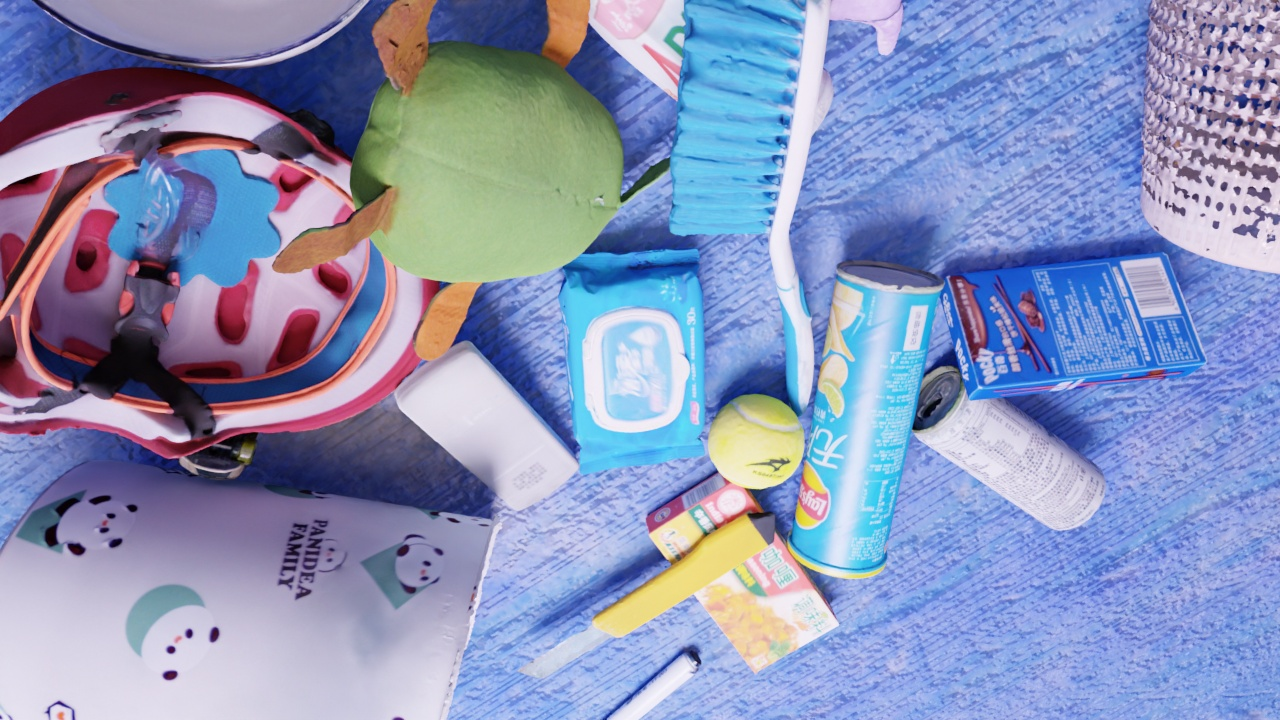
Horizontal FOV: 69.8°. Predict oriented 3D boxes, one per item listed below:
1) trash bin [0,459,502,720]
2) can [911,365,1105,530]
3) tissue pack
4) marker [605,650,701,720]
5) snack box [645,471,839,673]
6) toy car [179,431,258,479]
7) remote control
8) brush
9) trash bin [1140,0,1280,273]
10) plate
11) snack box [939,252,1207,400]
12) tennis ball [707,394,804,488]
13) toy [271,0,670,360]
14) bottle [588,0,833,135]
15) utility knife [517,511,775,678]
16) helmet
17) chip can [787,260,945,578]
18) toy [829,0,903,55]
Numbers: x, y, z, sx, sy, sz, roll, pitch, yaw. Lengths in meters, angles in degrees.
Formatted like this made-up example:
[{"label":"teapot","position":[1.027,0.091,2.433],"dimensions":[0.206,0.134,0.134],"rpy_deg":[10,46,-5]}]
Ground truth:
[{"label":"trash bin","position":[-0.236,0.178,0.568],"dimensions":[0.252,0.229,0.230],"rpy_deg":[15,108,-5]},{"label":"can","position":[0.261,0.063,0.657],"dimensions":[0.146,0.058,0.058],"rpy_deg":[32,103,-16]},{"label":"tissue pack","position":[-0.004,0.004,0.609],"dimensions":[0.095,0.052,0.157],"rpy_deg":[-4,110,-5]},{"label":"marker","position":[-0.003,0.275,0.725],"dimensions":[0.131,0.022,0.018],"rpy_deg":[-43,103,11]},{"label":"snack box","position":[0.077,0.159,0.688],"dimensions":[0.077,0.027,0.156],"rpy_deg":[-33,110,7]},{"label":"toy car","position":[-0.257,0.040,0.575],"dimensions":[0.042,0.090,0.035],"rpy_deg":[13,127,-14]},{"label":"remote control","position":[-0.096,0.046,0.598],"dimensions":[0.058,0.021,0.150],"rpy_deg":[-35,137,0]},{"label":"brush","position":[0.069,-0.076,0.544],"dimensions":[0.109,0.060,0.315],"rpy_deg":[2,135,-1]},{"label":"trash bin","position":[0.386,-0.163,0.519],"dimensions":[0.227,0.227,0.192],"rpy_deg":[-8,123,-3]},{"label":"plate","position":[-0.218,-0.239,0.461],"dimensions":[0.204,0.046,0.204],"rpy_deg":[1,82,-10]},{"label":"snack box","position":[0.289,-0.024,0.620],"dimensions":[0.157,0.026,0.084],"rpy_deg":[-6,68,-4]},{"label":"tennis ball","position":[0.079,0.055,0.630],"dimensions":[0.065,0.065,0.065],"rpy_deg":[-2,110,-6]},{"label":"toy","position":[-0.078,-0.101,0.483],"dimensions":[0.090,0.246,0.227],"rpy_deg":[32,105,22]},{"label":"bottle","position":[0.020,-0.193,0.522],"dimensions":[0.197,0.068,0.068],"rpy_deg":[33,103,-22]},{"label":"utility knife","position":[0.005,0.170,0.660],"dimensions":[0.219,0.015,0.033],"rpy_deg":[-33,111,5]},{"label":"helmet","position":[-0.245,-0.063,0.512],"dimensions":[0.239,0.144,0.207],"rpy_deg":[12,118,-42]},{"label":"chip can","position":[0.152,0.041,0.630],"dimensions":[0.071,0.071,0.210],"rpy_deg":[3,109,-8]},{"label":"toy","position":[0.114,-0.223,0.536],"dimensions":[0.108,0.038,0.084],"rpy_deg":[1,137,-12]}]
